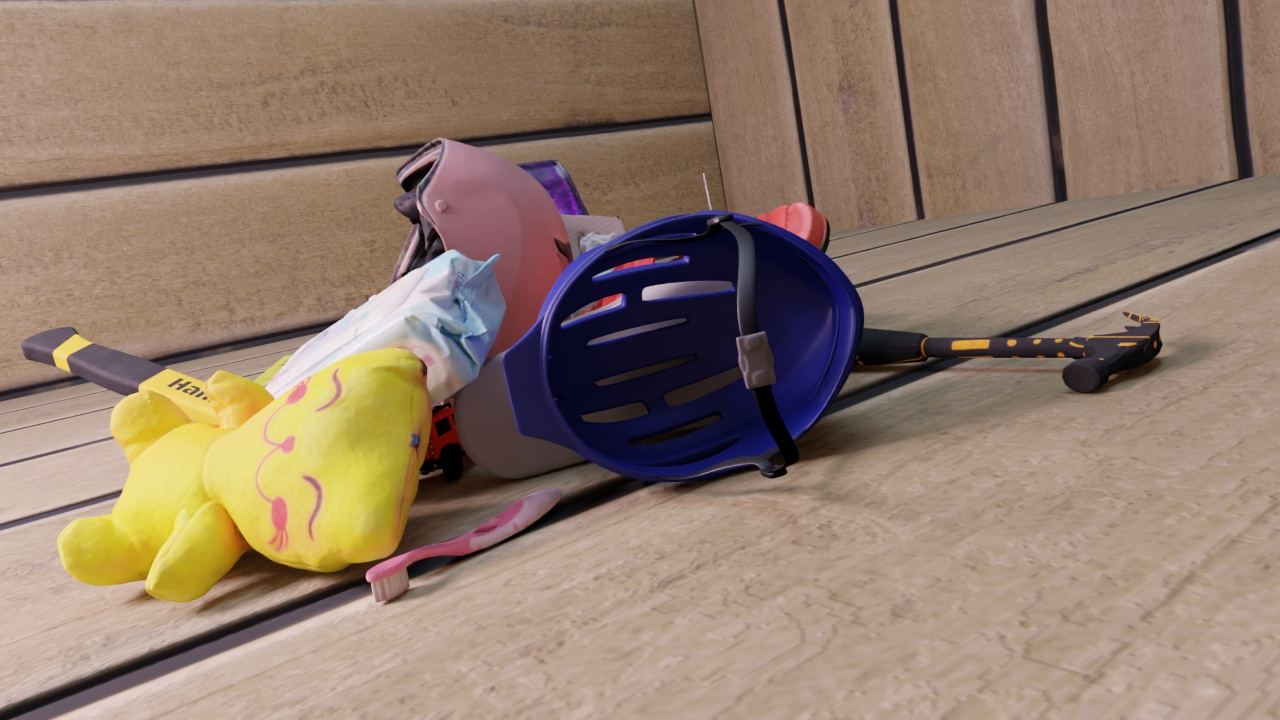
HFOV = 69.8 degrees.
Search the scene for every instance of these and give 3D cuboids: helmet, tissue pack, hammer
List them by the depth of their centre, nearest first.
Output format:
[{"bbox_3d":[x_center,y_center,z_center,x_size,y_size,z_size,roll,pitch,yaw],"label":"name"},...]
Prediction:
[{"bbox_3d":[0.050,-0.010,0.493,0.241,0.148,0.228,-15,5,-24],"label":"helmet"},{"bbox_3d":[-0.165,0.000,0.587,0.182,0.070,0.112,-33,20,17],"label":"tissue pack"},{"bbox_3d":[0.219,-0.011,0.697,0.123,0.036,0.321,-23,15,-36],"label":"hammer"},{"bbox_3d":[-0.350,0.029,0.698,0.325,0.034,0.169,16,34,19],"label":"hammer"},{"bbox_3d":[-0.143,-0.060,0.812,0.152,0.255,0.230,3,6,-24],"label":"helmet"},{"bbox_3d":[-0.035,-0.071,0.884,0.103,0.181,0.071,-2,-38,-21],"label":"tissue pack"}]

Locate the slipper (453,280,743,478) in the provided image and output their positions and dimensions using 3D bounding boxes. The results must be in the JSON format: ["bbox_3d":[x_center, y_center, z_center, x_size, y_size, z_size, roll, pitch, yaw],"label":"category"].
[{"bbox_3d":[-0.004,0.004,0.641,0.265,0.113,0.081,-20,13,-17],"label":"slipper"}]

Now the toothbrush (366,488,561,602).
[{"bbox_3d":[-0.084,0.090,0.467,0.022,0.016,0.134,-3,9,36],"label":"toothbrush"}]

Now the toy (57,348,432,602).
[{"bbox_3d":[-0.203,0.071,0.497,0.194,0.087,0.134,-12,51,13],"label":"toy"}]

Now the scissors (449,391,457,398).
[{"bbox_3d":[-0.043,0.028,0.733,0.134,0.016,0.227,20,15,42],"label":"scissors"}]

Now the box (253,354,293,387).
[{"bbox_3d":[-0.284,0.032,0.865,0.124,0.082,0.221,-12,7,-9],"label":"box"}]

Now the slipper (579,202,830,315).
[{"bbox_3d":[0.027,-0.066,0.720,0.249,0.059,0.103,-25,38,31],"label":"slipper"}]

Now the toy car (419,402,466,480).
[{"bbox_3d":[-0.142,0.055,0.647,0.051,0.049,0.100,-8,9,15],"label":"toy car"}]

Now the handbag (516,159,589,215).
[{"bbox_3d":[-0.131,-0.090,1.025,0.125,0.222,0.205,-14,-14,-26],"label":"handbag"}]

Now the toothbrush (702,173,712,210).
[{"bbox_3d":[0.073,-0.085,0.859,0.010,0.181,0.010,-11,2,12],"label":"toothbrush"}]
